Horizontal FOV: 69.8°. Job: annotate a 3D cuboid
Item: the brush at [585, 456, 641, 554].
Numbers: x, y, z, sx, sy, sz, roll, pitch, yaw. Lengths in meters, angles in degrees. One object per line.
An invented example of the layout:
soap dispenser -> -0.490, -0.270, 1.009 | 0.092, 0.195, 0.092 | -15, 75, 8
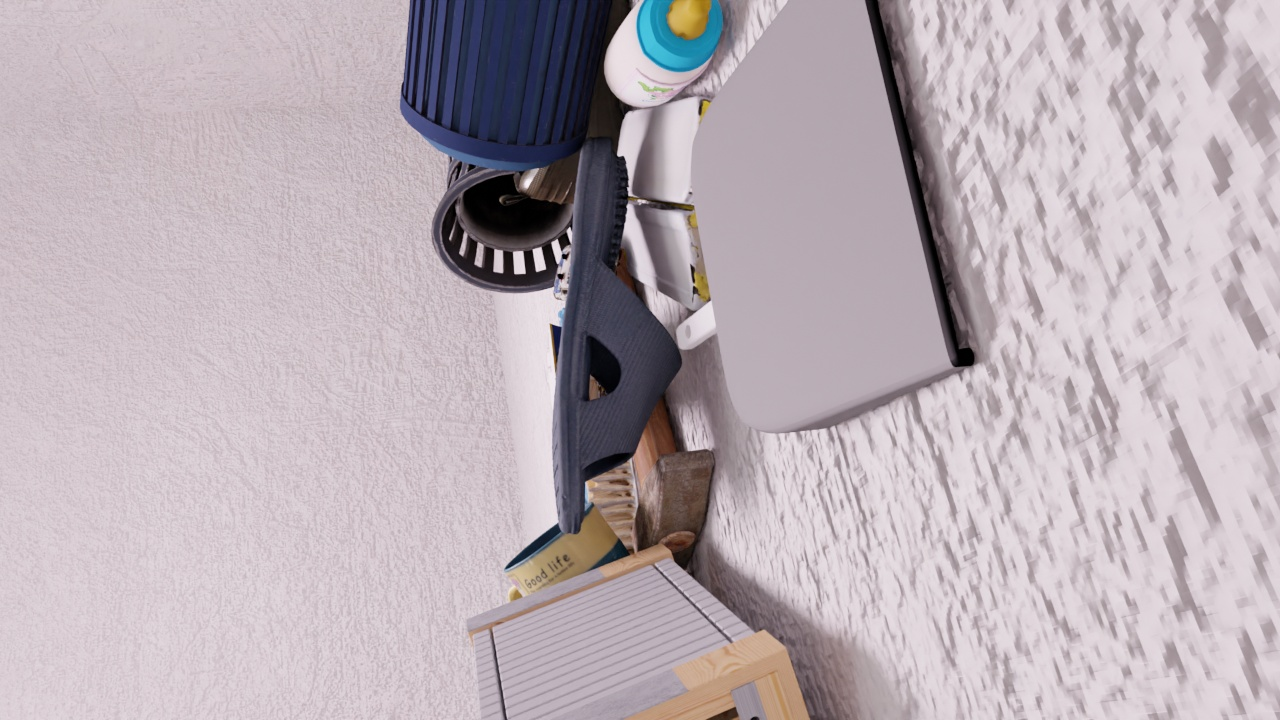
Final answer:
brush -> -0.014, 0.142, 0.787 | 0.083, 0.056, 0.271 | 75, -175, -73

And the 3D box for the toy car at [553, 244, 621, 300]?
toy car -> -0.050, -0.070, 0.734 | 0.113, 0.040, 0.048 | 9, 86, 66

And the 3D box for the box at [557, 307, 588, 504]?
box -> -0.042, 0.074, 0.966 | 0.174, 0.033, 0.232 | -135, 40, -59

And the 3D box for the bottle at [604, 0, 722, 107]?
bottle -> 0.015, -0.176, 0.507 | 0.146, 0.051, 0.051 | -160, 64, -77

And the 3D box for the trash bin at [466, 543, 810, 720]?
trash bin -> -0.004, 0.218, 0.515 | 0.247, 0.142, 0.142 | 179, 72, -78

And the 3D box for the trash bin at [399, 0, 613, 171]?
trash bin -> -0.074, -0.252, 0.563 | 0.139, 0.139, 0.250 | -109, 28, -48

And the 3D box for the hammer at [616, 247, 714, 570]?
hammer -> -0.004, 0.004, 0.730 | 0.158, 0.037, 0.300 | 101, 159, -55

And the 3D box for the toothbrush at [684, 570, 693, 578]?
toothbrush -> 0.033, 0.239, 0.672 | 0.016, 0.016, 0.166 | 135, 139, -68

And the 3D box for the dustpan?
dustpan -> 0.058, -0.045, 0.425 | 0.258, 0.033, 0.163 | 143, 120, -65

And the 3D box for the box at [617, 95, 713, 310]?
box -> 0.015, -0.109, 0.620 | 0.209, 0.034, 0.129 | -136, 44, -72

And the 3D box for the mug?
mug -> -0.048, 0.179, 0.691 | 0.114, 0.083, 0.107 | -36, 92, 34

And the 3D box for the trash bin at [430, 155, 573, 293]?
trash bin -> -0.132, -0.209, 0.943 | 0.165, 0.164, 0.227 | 98, 165, -51

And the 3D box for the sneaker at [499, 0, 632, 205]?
sneaker -> -0.085, -0.232, 0.728 | 0.101, 0.143, 0.238 | -131, 37, -71

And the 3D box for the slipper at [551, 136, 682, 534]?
slipper -> -0.012, -0.019, 0.597 | 0.101, 0.082, 0.263 | 112, 163, -78

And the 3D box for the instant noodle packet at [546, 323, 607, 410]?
instant noodle packet -> -0.047, 0.018, 0.704 | 0.134, 0.026, 0.087 | 7, -104, -80
